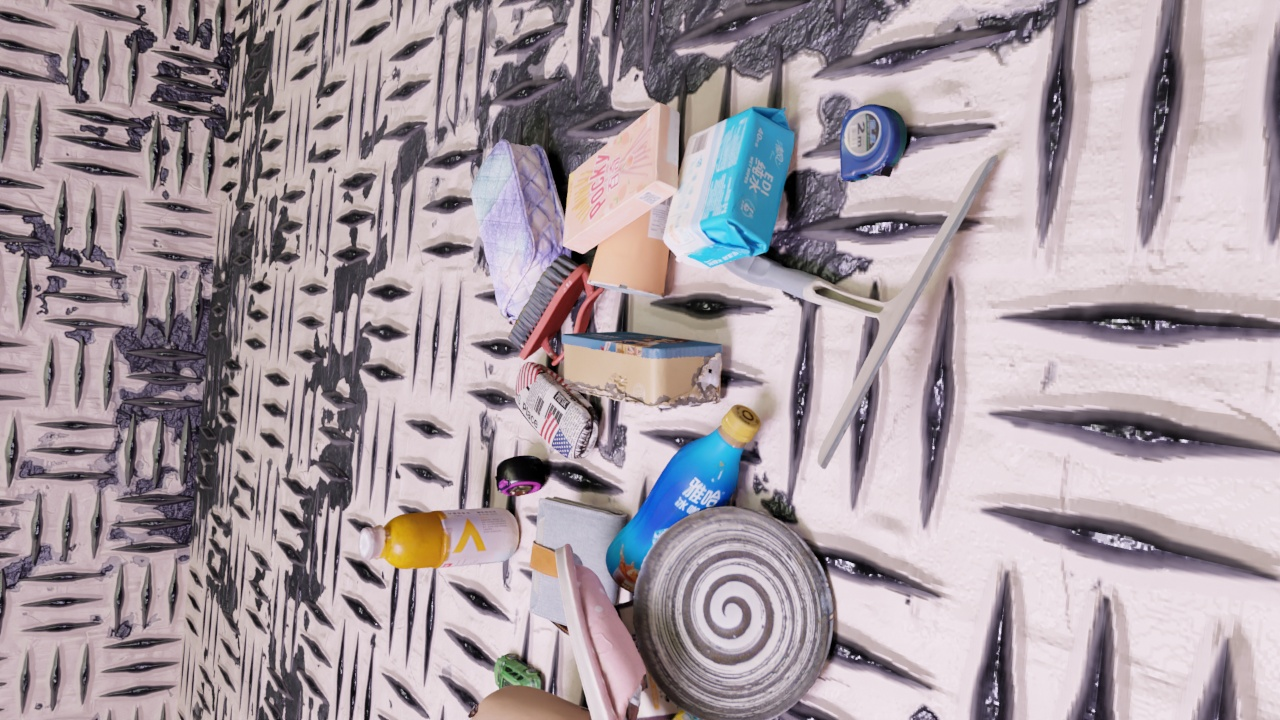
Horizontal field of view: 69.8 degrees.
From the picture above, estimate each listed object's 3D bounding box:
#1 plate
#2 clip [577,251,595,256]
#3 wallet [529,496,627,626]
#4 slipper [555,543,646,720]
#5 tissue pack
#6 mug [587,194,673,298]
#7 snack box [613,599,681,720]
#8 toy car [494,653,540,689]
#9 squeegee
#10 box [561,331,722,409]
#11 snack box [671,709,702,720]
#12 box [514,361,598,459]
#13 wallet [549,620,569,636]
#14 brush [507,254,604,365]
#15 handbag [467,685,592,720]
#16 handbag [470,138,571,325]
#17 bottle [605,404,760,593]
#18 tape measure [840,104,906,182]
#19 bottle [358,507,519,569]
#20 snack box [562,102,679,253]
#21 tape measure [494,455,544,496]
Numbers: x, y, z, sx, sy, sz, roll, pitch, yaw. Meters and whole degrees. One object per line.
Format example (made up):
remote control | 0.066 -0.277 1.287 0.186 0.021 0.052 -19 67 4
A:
plate | 0.077 0.213 0.772 0.180 0.024 0.179 -7 76 28
clip | -0.022 -0.131 0.972 0.103 0.035 0.092 -40 52 34
wallet | -0.071 0.216 0.970 0.107 0.037 0.130 9 95 25
slipper | -0.024 0.276 0.794 0.114 0.054 0.274 84 168 -47
tissue pack | 0.079 -0.149 0.797 0.090 0.063 0.139 -10 61 53
mug | -0.003 -0.128 0.913 0.078 0.078 0.123 15 94 53
snack box | 0.028 0.272 0.846 0.126 0.053 0.113 -31 63 48
toy car | -0.148 0.379 1.085 0.091 0.036 0.043 7 93 57
squeegee | 0.141 -0.058 0.743 0.246 0.039 0.247 -62 33 1
box | -0.005 0.005 0.888 0.184 0.089 0.060 12 103 51
snack box | 0.064 0.369 0.770 0.140 0.033 0.087 48 129 23
box | -0.095 0.055 1.047 0.164 0.057 0.071 42 136 48
wallet | -0.084 0.234 1.028 0.096 0.020 0.122 19 100 52
brush | -0.088 -0.055 1.021 0.069 0.063 0.146 42 135 5
handbag | -0.070 0.383 0.895 0.205 0.147 0.099 -2 55 51
handbag | -0.143 -0.157 1.100 0.135 0.075 0.193 -47 50 45
bottle | 0.040 0.126 0.834 0.219 0.065 0.065 -59 45 32
tape measure | 0.180 -0.170 0.712 0.055 0.025 0.058 -1 90 51
bottle | -0.237 0.212 1.090 0.068 0.189 0.068 -7 82 52
snack box | -0.021 -0.168 0.868 0.158 0.026 0.084 -24 56 50
tape measure | -0.141 0.138 1.080 0.058 0.057 0.039 126 139 -57
